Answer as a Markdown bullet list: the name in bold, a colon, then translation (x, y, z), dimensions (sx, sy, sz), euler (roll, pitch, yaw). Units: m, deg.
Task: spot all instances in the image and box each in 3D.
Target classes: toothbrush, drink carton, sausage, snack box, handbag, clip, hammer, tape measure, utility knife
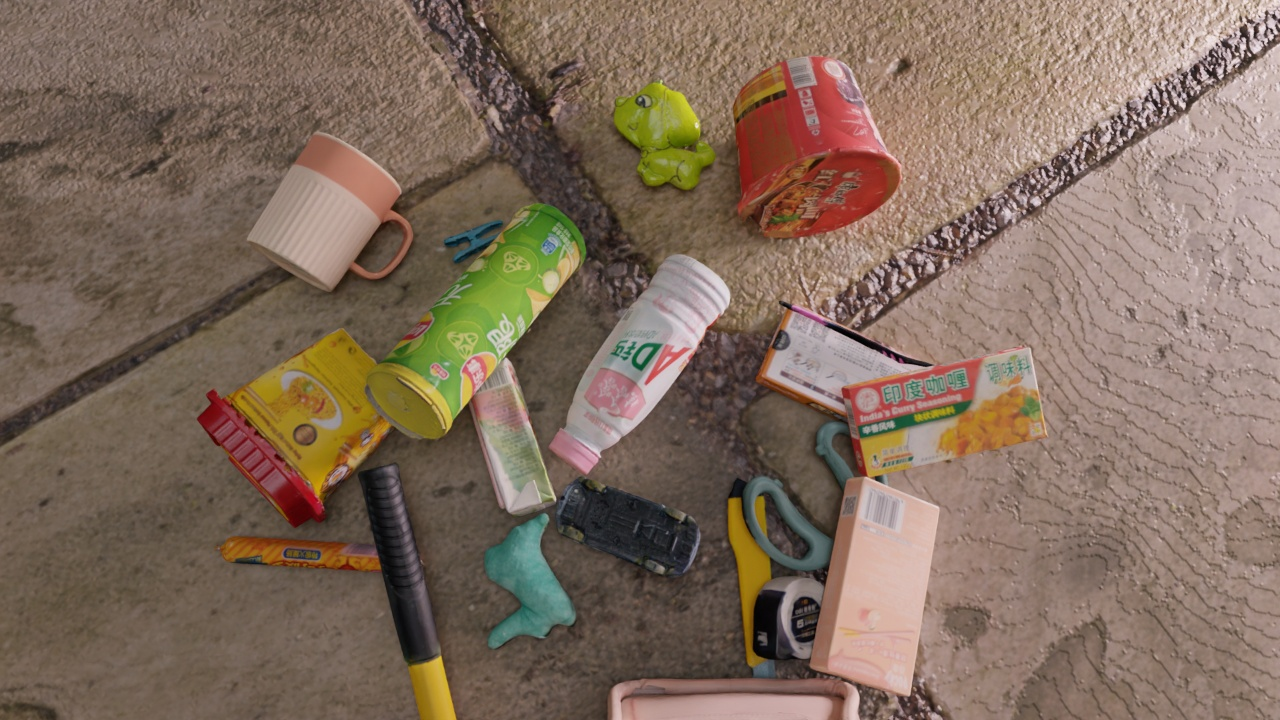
- **toothbrush**: translation (0.203, -0.009, 0.785), dimensions (0.189, 0.014, 0.017), euler (24, 85, 0)
- **drink carton**: translation (-0.108, 0.065, 0.751), dimensions (0.045, 0.053, 0.122), euler (-18, 79, -7)
- **sausage**: translation (-0.256, 0.156, 0.734), dimensions (0.165, 0.021, 0.021), euler (4, 77, -3)
- **snack box**: translation (0.191, 0.181, 0.741), dimensions (0.084, 0.026, 0.157), euler (23, 71, -20)
- **handbag**: translation (0.061, 0.273, 0.617), dimensions (0.193, 0.234, 0.093), euler (-3, 77, 5)
- **clip**: translation (-0.144, -0.107, 0.807), dimensions (0.057, 0.014, 0.047), euler (-24, 78, -10)
- **snack box**: translation (0.252, 0.043, 0.764), dimensions (0.156, 0.027, 0.077), euler (-13, 92, -2)
- **hammer**: translation (-0.168, 0.228, 0.705), dimensions (0.128, 0.033, 0.300), euler (-14, 86, -7)
- **snack box**: translation (0.185, 0.015, 0.800), dimensions (0.154, 0.026, 0.075), euler (25, 76, 1)
- **tape measure**: translation (0.124, 0.207, 0.737), dimensions (0.065, 0.034, 0.066), euler (14, 74, -32)
- **utility knife**: translation (0.094, 0.205, 0.755), dimensions (0.033, 0.015, 0.216), euler (-3, 78, -2)

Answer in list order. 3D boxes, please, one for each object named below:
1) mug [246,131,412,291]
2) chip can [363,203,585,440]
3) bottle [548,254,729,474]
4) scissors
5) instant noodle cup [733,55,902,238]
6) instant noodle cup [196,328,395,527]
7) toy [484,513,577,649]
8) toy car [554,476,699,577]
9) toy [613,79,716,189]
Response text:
- **mug**: translation (-0.253, -0.114, 0.773), dimensions (0.114, 0.082, 0.105), euler (36, 77, -27)
- **chip can**: translation (-0.122, -0.038, 0.727), dimensions (0.072, 0.073, 0.220), euler (32, 54, 3)
- **bottle**: translation (-0.005, 0.004, 0.768), dimensions (0.068, 0.068, 0.196), euler (36, 80, 4)
- **scissors**: translation (0.153, 0.144, 0.766), dimensions (0.170, 0.019, 0.177), euler (-13, 83, -18)
- **instant noodle cup**: translation (0.145, -0.186, 0.792), dimensions (0.138, 0.138, 0.108), euler (-7, 69, -6)
- **instant noodle cup**: translation (-0.256, 0.049, 0.718), dimensions (0.116, 0.116, 0.123), euler (45, 66, 6)
- **toy**: translation (-0.093, 0.184, 0.738), dimensions (0.096, 0.030, 0.092), euler (-35, 80, -5)
- **toy car**: translation (-0.011, 0.137, 0.752), dimensions (0.121, 0.037, 0.054), euler (19, 77, 10)
- **toy**: translation (0.022, -0.205, 0.834), dimensions (0.096, 0.031, 0.100), euler (6, 81, -3)
